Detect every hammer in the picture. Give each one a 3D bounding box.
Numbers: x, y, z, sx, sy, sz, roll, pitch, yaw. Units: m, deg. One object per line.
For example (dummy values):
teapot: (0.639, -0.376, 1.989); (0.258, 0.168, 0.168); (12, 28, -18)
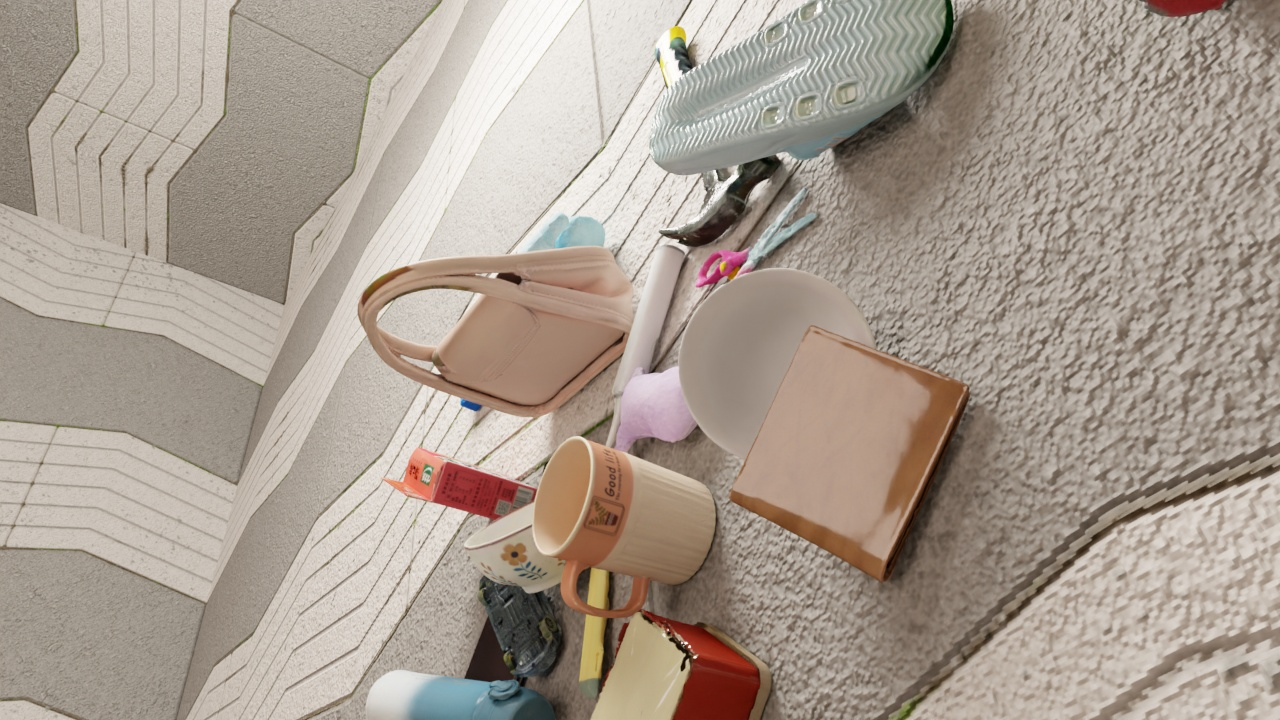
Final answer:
hammer: (0.048, -0.224, 0.865); (0.126, 0.032, 0.322); (-49, 33, 31)

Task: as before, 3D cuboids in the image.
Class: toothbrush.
toothbrush: (-0.005, 0.005, 0.800); (0.027, 0.026, 0.221); (48, -122, -73)

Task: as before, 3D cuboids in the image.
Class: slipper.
slipper: (0.112, -0.193, 0.673); (0.246, 0.074, 0.104); (-14, 66, 38)

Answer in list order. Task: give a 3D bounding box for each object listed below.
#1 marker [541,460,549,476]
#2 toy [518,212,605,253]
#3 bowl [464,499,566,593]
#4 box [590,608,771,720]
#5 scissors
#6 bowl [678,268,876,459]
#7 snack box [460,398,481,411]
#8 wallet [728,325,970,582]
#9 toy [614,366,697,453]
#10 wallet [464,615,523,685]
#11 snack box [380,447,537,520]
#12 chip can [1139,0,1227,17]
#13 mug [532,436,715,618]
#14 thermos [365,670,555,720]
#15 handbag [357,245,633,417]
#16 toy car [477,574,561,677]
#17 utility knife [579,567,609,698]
marker: (-0.099, 0.155, 0.875); (0.018, 0.015, 0.124); (-16, 58, 49)
toy: (-0.082, -0.104, 0.935); (0.155, 0.050, 0.162); (-42, -15, -33)
bowl: (-0.085, 0.157, 0.777); (0.114, 0.113, 0.062); (-23, 94, 55)
box: (0.001, 0.244, 0.559); (0.091, 0.079, 0.168); (17, 85, 62)
scissors: (0.088, -0.074, 0.705); (0.138, 0.017, 0.096); (-30, 44, 45)
bowl: (0.087, 0.005, 0.576); (0.118, 0.118, 0.064); (-67, -12, 3)
snack box: (-0.198, -0.021, 1.171); (0.085, 0.026, 0.156); (-47, 34, 36)
wallet: (0.114, 0.049, 0.511); (0.101, 0.020, 0.115); (26, 92, 33)
toy: (0.014, 0.038, 0.728); (0.108, 0.039, 0.083); (-11, 61, 56)
wallet: (-0.138, 0.301, 0.839); (0.096, 0.020, 0.122); (7, 76, 57)
snack box: (-0.185, 0.125, 0.933); (0.113, 0.127, 0.044); (5, 75, 61)
chip can: (0.242, -0.265, 0.497); (0.072, 0.072, 0.235); (-51, 31, 30)
mug: (-0.014, 0.123, 0.644); (0.082, 0.105, 0.114); (-21, 53, 55)
thermos: (-0.157, 0.304, 0.788); (0.221, 0.070, 0.070); (-16, 57, 45)
handbag: (-0.141, -0.033, 0.846); (0.194, 0.233, 0.093); (-43, 51, 42)
toy car: (-0.104, 0.222, 0.807); (0.054, 0.037, 0.120); (-43, 43, 8)
utility knife: (-0.034, 0.184, 0.735); (0.031, 0.019, 0.172); (-34, 44, 42)
